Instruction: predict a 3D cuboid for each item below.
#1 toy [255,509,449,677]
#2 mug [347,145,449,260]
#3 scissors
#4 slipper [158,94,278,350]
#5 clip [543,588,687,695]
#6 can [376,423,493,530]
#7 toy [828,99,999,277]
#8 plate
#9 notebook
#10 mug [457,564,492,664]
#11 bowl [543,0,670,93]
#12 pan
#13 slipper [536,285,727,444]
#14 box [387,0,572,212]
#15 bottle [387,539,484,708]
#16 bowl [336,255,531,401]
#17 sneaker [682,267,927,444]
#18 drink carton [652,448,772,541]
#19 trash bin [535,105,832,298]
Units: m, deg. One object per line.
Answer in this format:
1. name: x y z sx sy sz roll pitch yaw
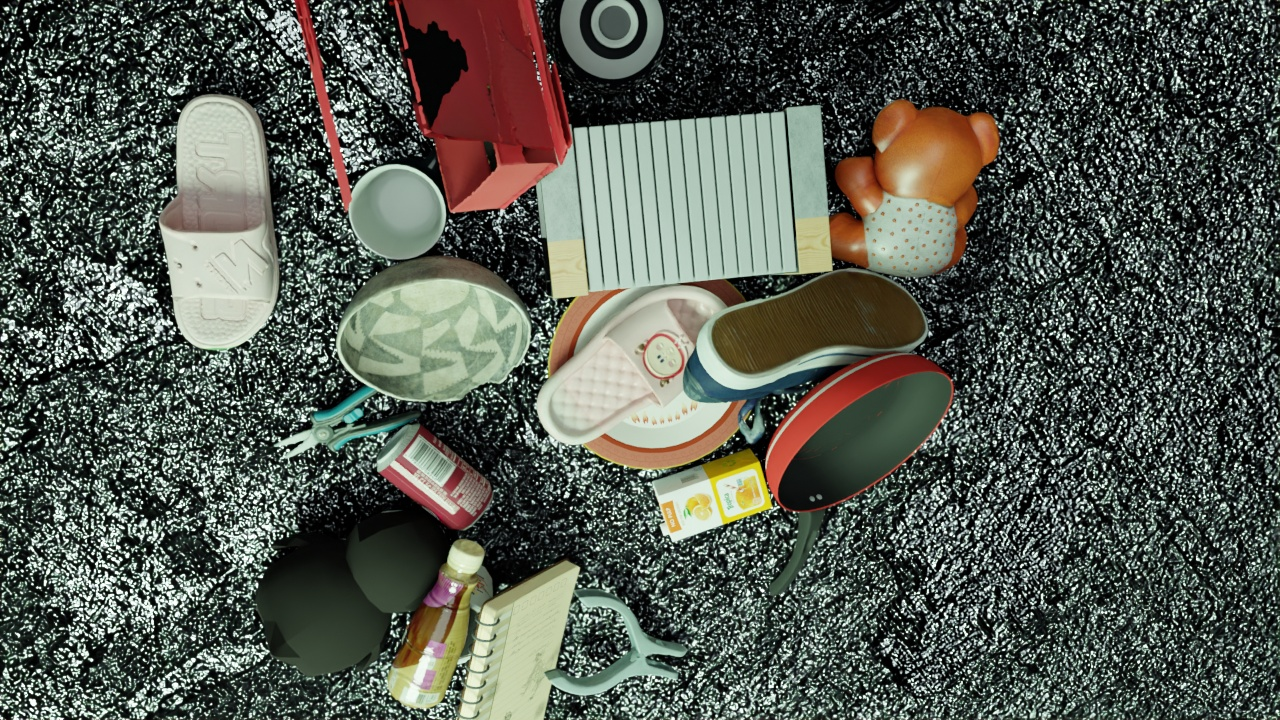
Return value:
1. toy: -0.281 0.225 0.924 0.184 0.140 0.159 -32 97 -2
2. mug: -0.210 -0.157 0.848 0.085 0.094 0.122 34 98 -17
3. scissors: -0.296 0.059 0.938 0.123 0.019 0.149 25 106 -19
4. slipper: -0.389 -0.122 0.848 0.094 0.064 0.239 4 104 -10
5. clip: -0.040 0.350 1.036 0.173 0.030 0.158 38 85 -22
6. can: -0.211 0.121 0.946 0.063 0.063 0.114 -45 107 5
7. toy: 0.276 -0.173 0.928 0.163 0.092 0.173 7 117 -8
8. plate: 0.017 0.005 0.969 0.229 0.021 0.230 -2 107 -8
9. notebook: -0.138 0.337 0.979 0.024 0.167 0.226 20 105 25
10. mug: -0.188 0.278 0.982 0.073 0.089 0.105 -27 108 0
11. bowl: -0.028 -0.309 0.846 0.120 0.066 0.120 -2 106 -8
12. pan: 0.198 0.128 0.975 0.208 0.067 0.357 -8 139 -32
13. slipper: -0.005 0.005 0.923 0.221 0.055 0.107 -33 107 0
14. box: -0.120 -0.248 0.685 0.121 0.319 0.211 -13 89 -7
15. bottle: -0.194 0.254 0.894 0.059 0.059 0.166 19 101 -14
16. bowl: -0.197 -0.043 0.878 0.178 0.081 0.179 -10 144 -7
17. sneaker: 0.166 -0.006 0.939 0.293 0.128 0.120 -14 69 -29
18. drink carton: 0.075 0.149 1.010 0.122 0.040 0.058 -19 108 -3
19. trash bin: 0.032 -0.142 0.852 0.247 0.142 0.142 -6 96 -7
